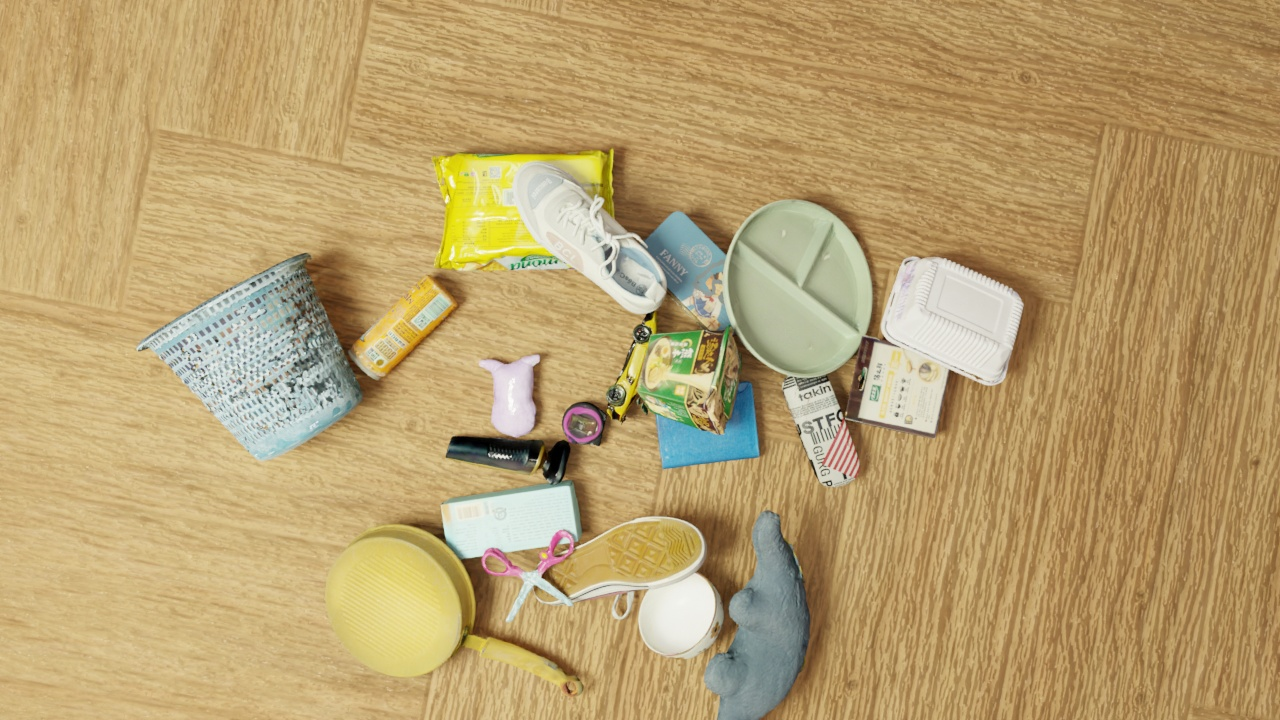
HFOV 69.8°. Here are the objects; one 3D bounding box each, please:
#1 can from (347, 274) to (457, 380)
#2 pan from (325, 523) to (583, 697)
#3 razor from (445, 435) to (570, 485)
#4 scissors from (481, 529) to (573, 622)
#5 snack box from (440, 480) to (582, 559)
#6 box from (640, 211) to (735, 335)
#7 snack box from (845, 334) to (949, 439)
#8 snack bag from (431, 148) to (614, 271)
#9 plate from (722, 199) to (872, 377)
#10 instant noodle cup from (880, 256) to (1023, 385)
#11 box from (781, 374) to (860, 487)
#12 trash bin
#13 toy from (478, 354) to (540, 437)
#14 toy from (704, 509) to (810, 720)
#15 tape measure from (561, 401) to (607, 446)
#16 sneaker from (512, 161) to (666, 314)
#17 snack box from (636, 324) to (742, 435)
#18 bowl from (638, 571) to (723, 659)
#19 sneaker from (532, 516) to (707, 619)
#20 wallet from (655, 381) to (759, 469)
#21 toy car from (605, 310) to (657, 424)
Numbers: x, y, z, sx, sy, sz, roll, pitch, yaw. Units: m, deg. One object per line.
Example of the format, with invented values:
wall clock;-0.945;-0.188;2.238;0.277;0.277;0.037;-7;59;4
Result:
can;-0.308;-0.043;1.195;0.146;0.058;0.058;-44;90;-1
pan;-0.236;0.344;1.176;0.357;0.078;0.198;31;108;7
razor;-0.175;0.126;1.199;0.167;0.068;0.062;7;61;8
scissors;-0.138;0.268;1.156;0.133;0.017;0.133;29;81;6
snack box;-0.168;0.208;1.196;0.175;0.051;0.074;-8;92;0
box;0.073;-0.111;1.199;0.184;0.062;0.090;43;88;-2
snack box;0.333;0.034;1.203;0.125;0.053;0.113;13;89;0
snack bag;-0.147;-0.198;1.195;0.246;0.068;0.158;-1;89;0
plate;0.201;-0.092;1.176;0.230;0.028;0.230;2;85;-25
instant noodle cup;0.411;-0.061;1.180;0.173;0.060;0.137;24;66;1
box;0.238;0.087;1.200;0.072;0.060;0.164;-24;89;-18
trash bin;-0.457;0.006;1.130;0.226;0.226;0.195;-30;102;-1
toy;-0.170;0.048;1.205;0.084;0.039;0.108;-2;95;11
toy;0.153;0.360;1.162;0.091;0.137;0.356;17;97;43
tape measure;-0.075;0.083;1.204;0.058;0.039;0.057;16;89;0
sneaker;-0.062;-0.149;1.115;0.242;0.091;0.089;43;86;-4
snack box;0.060;0.020;1.145;0.106;0.118;0.117;9;69;17
bowl;0.061;0.333;1.181;0.113;0.113;0.062;-45;132;-1
sneaker;-0.020;0.264;1.181;0.241;0.088;0.118;-21;66;19
wallet;0.087;0.084;1.209;0.133;0.040;0.106;-6;93;-2
toy car;-0.007;0.007;1.191;0.041;0.071;0.156;22;88;1
